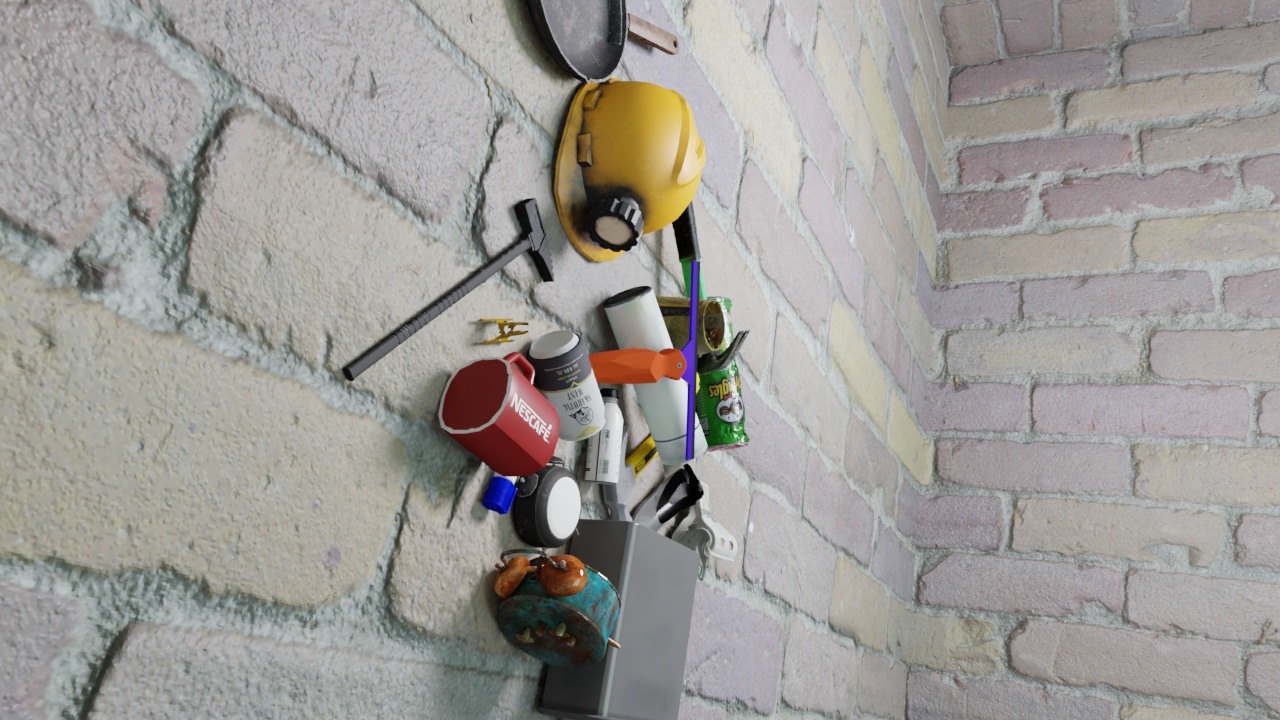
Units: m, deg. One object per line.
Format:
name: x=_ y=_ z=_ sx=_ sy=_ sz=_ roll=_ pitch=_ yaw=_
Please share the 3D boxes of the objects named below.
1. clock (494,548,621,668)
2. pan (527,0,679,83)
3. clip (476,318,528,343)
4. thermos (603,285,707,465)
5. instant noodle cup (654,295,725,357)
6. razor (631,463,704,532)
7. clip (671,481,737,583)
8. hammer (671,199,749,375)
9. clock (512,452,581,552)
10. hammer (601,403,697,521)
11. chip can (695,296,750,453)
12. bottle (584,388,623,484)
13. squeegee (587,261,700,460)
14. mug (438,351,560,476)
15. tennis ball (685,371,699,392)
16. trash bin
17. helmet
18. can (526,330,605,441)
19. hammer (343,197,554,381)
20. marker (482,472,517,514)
clock: x=-0.092 y=0.253 z=0.947 sx=0.158 sy=0.121 sz=0.073 roll=63 pitch=33 yaw=-29
pan: x=-0.041 y=-0.429 z=1.135 sx=0.356 sy=0.040 sz=0.207 roll=-4 pitch=93 yaw=-63
clip: x=-0.140 y=-0.034 z=0.943 sx=0.046 sy=0.048 sz=0.054 roll=52 pitch=24 yaw=17
thermos: x=0.021 y=0.021 z=1.177 sx=0.067 sy=0.068 sz=0.230 roll=-42 pitch=118 yaw=-54
instant noodle cup: x=0.051 y=-0.045 z=1.225 sx=0.102 sy=0.108 sz=0.102 roll=2 pitch=87 yaw=-60
razor: x=0.031 y=0.198 z=1.251 sx=0.155 sy=0.060 sz=0.057 roll=-30 pitch=105 yaw=-37
clip: x=0.101 y=0.253 z=1.346 sx=0.126 sy=0.110 sz=0.150 roll=40 pitch=63 yaw=-64
hammer: x=0.072 y=-0.139 z=1.292 sx=0.032 sy=0.130 sz=0.318 roll=-7 pitch=87 yaw=-55
clock: x=-0.100 y=0.156 z=1.010 sx=0.091 sy=0.044 sz=0.123 roll=-39 pitch=124 yaw=-56
hammer: x=0.029 y=0.107 z=1.273 sx=0.322 sy=0.029 sz=0.127 roll=-40 pitch=124 yaw=-57
chip can: x=0.110 y=0.018 z=1.342 sx=0.075 sy=0.076 sz=0.223 roll=12 pitch=70 yaw=-61
bottle: x=-0.043 y=0.092 z=1.121 sx=0.041 sy=0.041 sz=0.116 roll=22 pitch=71 yaw=-60
squeegee: x=-0.007 y=0.006 z=1.099 sx=0.184 sy=0.055 sz=0.249 roll=-2 pitch=99 yaw=-24
mug: x=-0.135 y=0.043 z=0.910 sx=0.096 sy=0.081 sz=0.116 roll=52 pitch=39 yaw=-49
tennis ball: x=0.048 y=0.030 z=1.266 sx=0.065 sy=0.065 sz=0.065 roll=1 pitch=89 yaw=-62
trash bin: x=-0.018 y=0.321 z=1.100 sx=0.191 sy=0.098 sz=0.219 roll=38 pitch=56 yaw=-52
helmet: x=0.009 y=-0.245 z=1.127 sx=0.205 sy=0.131 sz=0.254 roll=60 pitch=39 yaw=-42
can: x=-0.080 y=0.033 z=1.026 sx=0.064 sy=0.064 sz=0.127 roll=-52 pitch=134 yaw=-49
hammer: x=-0.177 y=-0.059 z=0.900 sx=0.323 sy=0.015 sz=0.095 roll=-49 pitch=131 yaw=-50
marker: x=-0.131 y=0.097 z=0.972 sx=0.027 sy=0.023 sz=0.132 roll=40 pitch=52 yaw=-31
